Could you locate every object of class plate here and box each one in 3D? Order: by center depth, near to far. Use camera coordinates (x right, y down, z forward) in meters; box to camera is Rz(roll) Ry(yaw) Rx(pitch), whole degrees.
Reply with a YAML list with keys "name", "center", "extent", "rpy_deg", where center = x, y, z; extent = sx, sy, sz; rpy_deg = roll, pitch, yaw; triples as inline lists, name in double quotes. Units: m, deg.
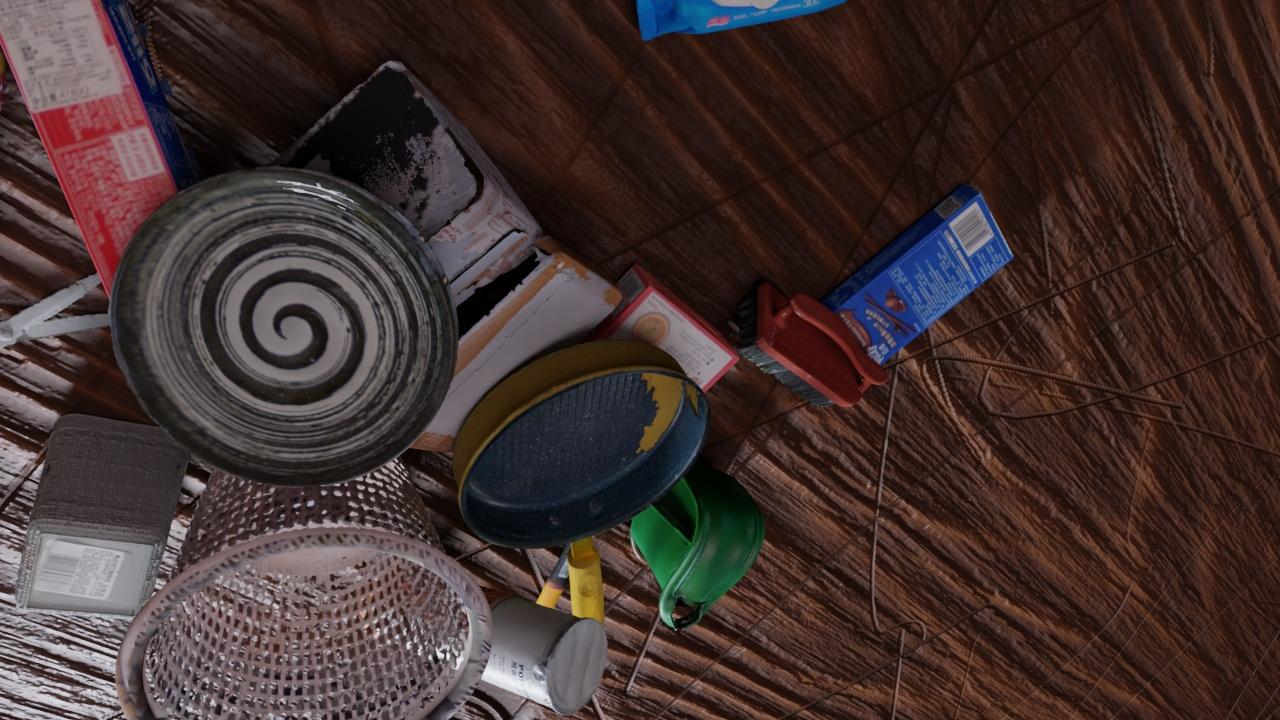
- name: "plate"
  center: [-0.188, -0.016, 0.498]
  extent: [0.179, 0.024, 0.180]
  rpy_deg: [-2, 110, -5]

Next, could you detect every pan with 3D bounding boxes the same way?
- name: "pan"
  center: [-0.044, 0.133, 0.731]
  extent: [0.197, 0.078, 0.358]
  rpy_deg: [-14, 140, -20]

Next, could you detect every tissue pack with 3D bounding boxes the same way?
- name: "tissue pack"
  center: [0.067, -0.265, 0.591]
  extent: [0.157, 0.052, 0.095]
  rpy_deg: [-15, 125, -11]

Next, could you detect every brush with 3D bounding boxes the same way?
- name: "brush"
  center: [0.148, -0.006, 0.772]
  extent: [0.069, 0.063, 0.145]
  rpy_deg: [-24, 136, 37]

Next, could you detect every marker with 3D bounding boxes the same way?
- name: "marker"
  center: [-0.073, 0.196, 0.860]
  extent: [0.018, 0.015, 0.124]
  rpy_deg: [15, 112, -29]

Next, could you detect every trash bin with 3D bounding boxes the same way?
- name: "trash bin"
  center: [-0.234, 0.149, 0.658]
  extent: [0.227, 0.192, 0.228]
  rpy_deg: [-10, 124, -15]

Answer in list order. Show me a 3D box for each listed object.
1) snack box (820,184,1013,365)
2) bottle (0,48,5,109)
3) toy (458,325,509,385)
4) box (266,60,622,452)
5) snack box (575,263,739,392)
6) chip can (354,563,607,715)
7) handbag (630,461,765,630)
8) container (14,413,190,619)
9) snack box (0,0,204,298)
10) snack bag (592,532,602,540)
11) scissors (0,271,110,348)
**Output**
- name: "snack box"
  center: [0.240, -0.070, 0.796]
  extent: [0.157, 0.026, 0.084]
  rpy_deg: [-40, 126, 7]
- name: "bottle"
  center: [-0.390, -0.129, 0.507]
  extent: [0.057, 0.057, 0.175]
  rpy_deg: [12, 117, -26]
- name: "toy"
  center: [-0.135, 0.003, 0.698]
  extent: [0.108, 0.039, 0.084]
  rpy_deg: [-9, 110, -13]
- name: "box"
  center: [-0.138, -0.054, 0.613]
  extent: [0.183, 0.157, 0.192]
  rpy_deg: [-39, 157, 6]
- name: "snack box"
  center: [-0.004, 0.004, 0.742]
  extent: [0.127, 0.044, 0.113]
  rpy_deg: [-45, 126, 11]
- name: "chip can"
  center: [-0.133, 0.214, 0.732]
  extent: [0.071, 0.215, 0.071]
  rpy_deg: [-14, 106, -55]
- name: "handbag"
  center: [0.042, 0.154, 0.801]
  extent: [0.068, 0.131, 0.120]
  rpy_deg: [19, 106, -24]
- name: "container"
  center: [-0.369, 0.110, 0.632]
  extent: [0.090, 0.114, 0.090]
  rpy_deg: [13, 116, -27]
- name: "snack box"
  center: [-0.289, -0.137, 0.496]
  extent: [0.058, 0.057, 0.207]
  rpy_deg: [-18, 102, -7]
- name: "snack bag"
  center: [-0.025, 0.107, 0.805]
  extent: [0.048, 0.026, 0.104]
  rpy_deg: [40, 87, -24]
- name: "scissors"
  center: [-0.421, -0.015, 0.596]
  extent: [0.170, 0.014, 0.160]
  rpy_deg: [22, 111, -32]
